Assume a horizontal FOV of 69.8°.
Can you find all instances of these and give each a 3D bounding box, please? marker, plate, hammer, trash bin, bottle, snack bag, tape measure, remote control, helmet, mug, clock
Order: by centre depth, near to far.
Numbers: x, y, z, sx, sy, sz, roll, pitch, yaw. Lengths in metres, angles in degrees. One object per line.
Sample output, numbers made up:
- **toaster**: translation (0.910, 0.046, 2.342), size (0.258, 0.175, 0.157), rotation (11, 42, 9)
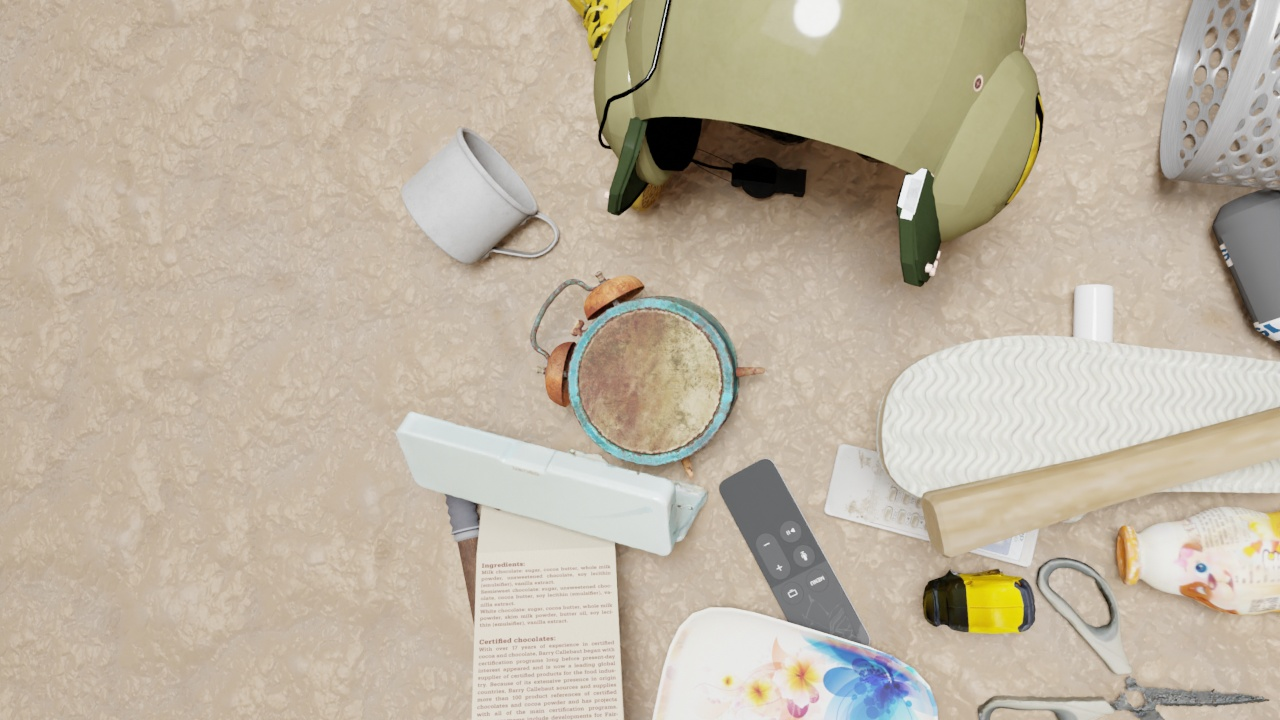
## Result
- **trash bin**: translation (0.410, -0.164, 0.500), size (0.183, 0.156, 0.156), rotation (12, 89, 16)
- **hammer**: translation (0.315, 0.050, 0.506), size (0.323, 0.051, 0.117), rotation (-15, 97, -2)
- **helmet**: translation (0.106, -0.172, 0.532), size (0.250, 0.255, 0.233), rotation (16, 93, 17)
- **bottle**: translation (0.344, 0.117, 0.542), size (0.109, 0.063, 0.063), rotation (0, 85, 17)
- **bottle**: translation (0.386, -0.047, 0.552), size (0.047, 0.047, 0.112), rotation (-20, 80, 15)
- **tape measure**: translation (0.215, 0.151, 0.580), size (0.064, 0.065, 0.037), rotation (-5, 79, 22)
- **marker**: translation (0.291, 0.019, 0.588), size (0.027, 0.023, 0.133), rotation (1, 86, 30)
- **remote control**: translation (0.196, 0.096, 0.619), size (0.136, 0.011, 0.050), rotation (13, 89, 18)
- **plate**: translation (0.098, 0.272, 0.628), size (0.187, 0.016, 0.187), rotation (12, 93, 18)
- **snack bag**: translation (-0.064, 0.176, 0.639), size (0.094, 0.070, 0.206), rotation (-2, 58, -4)
- **remote control**: translation (0.107, 0.142, 0.645), size (0.045, 0.008, 0.146), rotation (-31, 77, 13)
- **clock**: translation (-0.004, 0.004, 0.658), size (0.157, 0.073, 0.121), rotation (34, 96, 6)
- **hammer**: translation (-0.115, 0.217, 0.697), size (0.156, 0.043, 0.322), rotation (-17, 78, 16)
- **mug**: translation (-0.122, -0.115, 0.710), size (0.071, 0.084, 0.113), rotation (-39, 107, 13)

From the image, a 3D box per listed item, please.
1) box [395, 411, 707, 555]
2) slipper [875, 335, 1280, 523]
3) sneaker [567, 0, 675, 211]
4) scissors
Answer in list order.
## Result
- **box**: translation (-0.059, 0.077, 0.642), size (0.198, 0.122, 0.078), rotation (13, 105, 17)
- **slipper**: translation (0.270, 0.043, 0.552), size (0.263, 0.052, 0.115), rotation (-1, 89, -2)
- **sneaker**: translation (-0.009, -0.237, 0.673), size (0.122, 0.086, 0.238), rotation (18, 87, 12)
- **scissors**: translation (0.294, 0.201, 0.578), size (0.171, 0.012, 0.157), rotation (-17, 81, 16)
